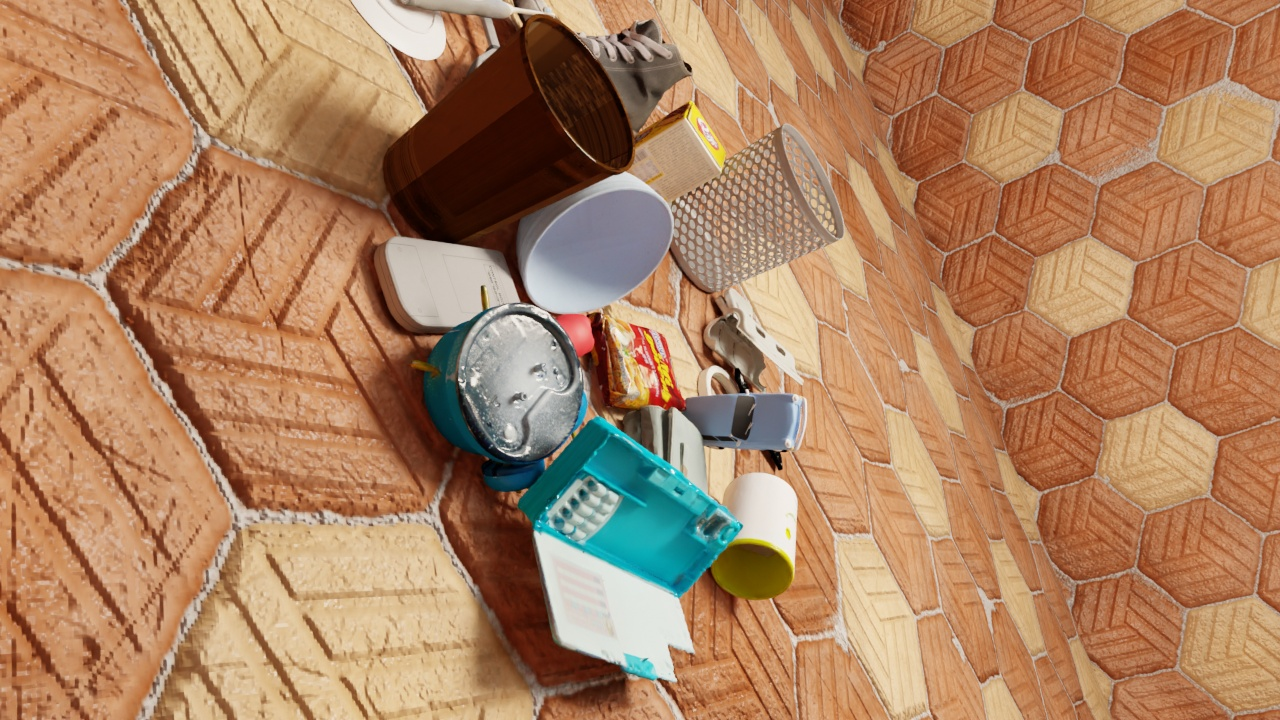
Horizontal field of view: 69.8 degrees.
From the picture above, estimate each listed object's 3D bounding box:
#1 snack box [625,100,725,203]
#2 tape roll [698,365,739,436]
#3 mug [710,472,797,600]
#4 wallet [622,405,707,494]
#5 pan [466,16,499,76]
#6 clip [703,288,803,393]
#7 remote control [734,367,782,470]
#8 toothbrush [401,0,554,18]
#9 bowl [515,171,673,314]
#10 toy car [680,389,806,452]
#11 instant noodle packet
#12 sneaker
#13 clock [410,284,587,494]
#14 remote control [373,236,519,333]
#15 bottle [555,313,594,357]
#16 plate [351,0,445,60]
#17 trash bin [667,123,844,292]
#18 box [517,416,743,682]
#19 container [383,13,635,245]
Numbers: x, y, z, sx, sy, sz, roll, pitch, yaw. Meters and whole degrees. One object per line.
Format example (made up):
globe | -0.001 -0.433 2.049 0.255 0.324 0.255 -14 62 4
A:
snack box | 0.040 -0.252 1.130 0.083 0.106 0.061 52 30 -23
tape roll | 0.099 0.051 1.086 0.093 0.013 0.092 41 35 -38
mug | 0.119 0.179 0.943 0.082 0.083 0.106 53 29 -21
wallet | 0.028 0.117 0.875 0.100 0.054 0.131 34 46 -44
pan | -0.142 -0.297 0.925 0.178 0.041 0.357 0 62 -57
clip | 0.126 -0.021 1.166 0.126 0.104 0.152 40 5 -41
remote control | 0.147 0.073 1.136 0.140 0.009 0.030 62 16 -20
toothbrush | -0.150 -0.343 0.887 0.185 0.022 0.024 -13 82 -46
bowl | -0.052 -0.121 0.839 0.150 0.151 0.074 22 30 -53
toy car | 0.099 0.061 0.930 0.054 0.154 0.056 23 73 -40
instant noodle packet | -0.005 0.005 0.917 0.135 0.040 0.098 16 50 -57
sneaker | -0.041 -0.357 1.039 0.234 0.120 0.095 34 20 -43
clock | -0.094 0.032 0.686 0.116 0.060 0.161 -52 124 -37
remote control | -0.150 -0.057 0.733 0.150 0.019 0.074 -2 70 -62
bottle | -0.084 -0.010 0.785 0.042 0.042 0.141 64 27 -3
plate | -0.225 -0.340 0.841 0.134 0.011 0.134 40 36 -39
trash bin | 0.139 -0.185 1.164 0.156 0.184 0.156 41 36 -39
box | -0.008 0.159 0.729 0.227 0.084 0.171 40 59 -49
container | -0.110 -0.171 0.734 0.132 0.168 0.132 40 36 -39
